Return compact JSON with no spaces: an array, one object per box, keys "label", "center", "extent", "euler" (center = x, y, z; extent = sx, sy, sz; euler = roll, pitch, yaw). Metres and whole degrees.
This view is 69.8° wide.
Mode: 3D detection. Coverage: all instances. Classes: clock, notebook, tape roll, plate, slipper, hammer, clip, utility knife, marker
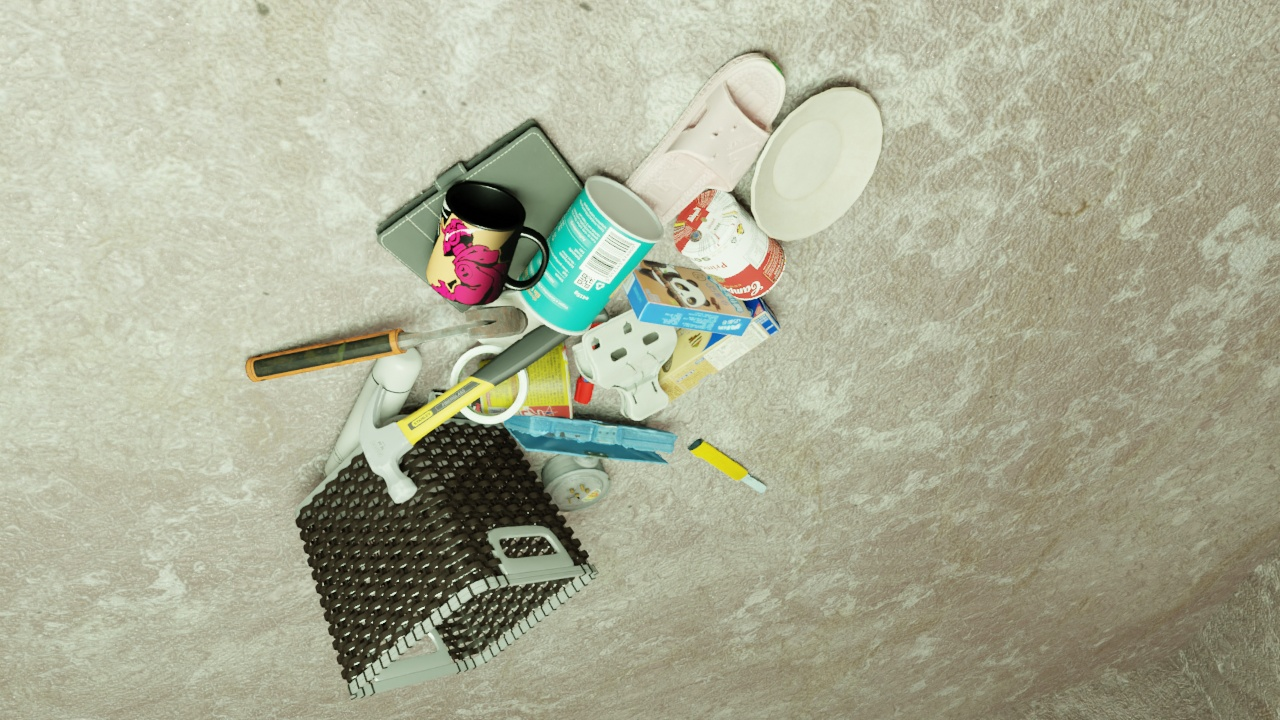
[{"label":"clock","center":[-0.092,0.169,1.344],"extent":[0.103,0.056,0.148],"euler":[4,134,-27]},{"label":"notebook","center":[-0.160,-0.150,1.002],"extent":[0.209,0.029,0.169],"euler":[-33,139,7]},{"label":"tape roll","center":[-0.181,0.028,1.103],"extent":[0.094,0.018,0.094],"euler":[0,94,2]},{"label":"plate","center":[-0.150,-0.054,1.102],"extent":[0.104,0.026,0.104],"euler":[-12,143,-9]},{"label":"slipper","center":[0.071,-0.221,0.999],"extent":[0.094,0.064,0.240],"euler":[25,122,-40]},{"label":"hammer","center":[-0.291,-0.016,1.015],"extent":[0.314,0.035,0.137],"euler":[-11,-178,7]},{"label":"clip","center":[-0.017,-0.001,1.168],"extent":[0.126,0.099,0.152],"euler":[-26,128,-21]},{"label":"plate","center":[0.198,-0.227,1.054],"extent":[0.188,0.027,0.189],"euler":[-21,136,-22]},{"label":"hammer","center":[-0.179,0.021,1.063],"extent":[0.323,0.127,0.029],"euler":[-35,164,-11]},{"label":"utility knife","center":[0.145,0.175,1.479],"extent":[0.031,0.019,0.217],"euler":[-34,133,21]},{"label":"marker","center":[-0.066,0.001,1.204],"extent":[0.023,0.021,0.145],"euler":[1,134,-14]}]

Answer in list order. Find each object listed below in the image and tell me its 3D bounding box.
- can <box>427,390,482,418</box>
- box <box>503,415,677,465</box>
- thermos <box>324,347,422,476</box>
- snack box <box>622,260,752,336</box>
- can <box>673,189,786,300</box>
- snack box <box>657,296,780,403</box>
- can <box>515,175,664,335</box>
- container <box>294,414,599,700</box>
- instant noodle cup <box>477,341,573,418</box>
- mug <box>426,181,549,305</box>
[{"label":"can","center":[-0.231,0.058,1.185],"extent":[0.080,0.031,0.032],"euler":[7,131,-29]},{"label":"box","center":[-0.069,0.107,1.262],"extent":[0.231,0.093,0.054],"euler":[10,87,-32]},{"label":"thermos","center":[-0.331,0.068,1.137],"extent":[0.052,0.052,0.225],"euler":[12,128,-33]},{"label":"snack box","center":[0.055,-0.077,1.124],"extent":[0.151,0.087,0.034],"euler":[7,130,-28]},{"label":"can","center":[0.106,-0.136,1.085],"extent":[0.087,0.086,0.116],"euler":[-39,136,18]},{"label":"snack box","center":[0.082,-0.016,1.225],"extent":[0.207,0.057,0.056],"euler":[-34,141,12]},{"label":"can","center":[-0.057,-0.112,0.998],"extent":[0.099,0.099,0.144],"euler":[18,126,-36]},{"label":"container","center":[-0.253,0.236,1.158],"extent":[0.246,0.243,0.247],"euler":[-41,155,20]},{"label":"instant noodle cup","center":[-0.145,0.030,1.154],"extent":[0.112,0.100,0.100],"euler":[-7,137,-5]},{"label":"mug","center":[-0.153,-0.115,0.948],"extent":[0.118,0.081,0.098],"euler":[17,128,-10]}]
